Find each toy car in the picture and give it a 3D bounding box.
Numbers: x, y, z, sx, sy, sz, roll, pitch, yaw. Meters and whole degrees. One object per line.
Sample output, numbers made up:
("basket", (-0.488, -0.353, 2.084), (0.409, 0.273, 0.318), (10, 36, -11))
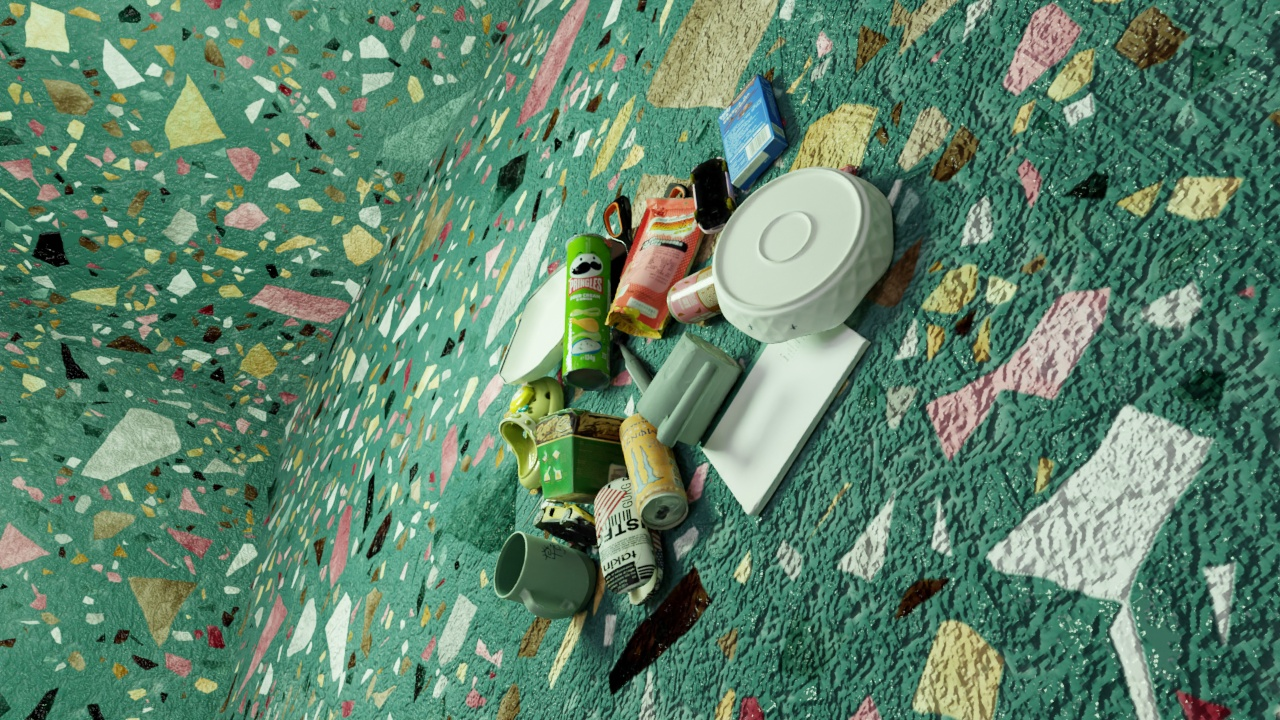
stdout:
("toy car", (0.097, -0.215, 1.203), (0.056, 0.037, 0.122), (-17, 52, 19))
("toy car", (-0.081, 0.208, 1.153), (0.041, 0.071, 0.156), (-61, 18, -22))

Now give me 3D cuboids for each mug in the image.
("mug", (-0.113, 0.274, 1.127), (0.082, 0.106, 0.111), (-55, 29, 20))
("mug", (0.056, 0.035, 1.022), (0.103, 0.083, 0.123), (-58, 4, 11))

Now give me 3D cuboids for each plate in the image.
("plate", (0.159, -0.117, 0.950), (0.205, 0.045, 0.204), (-22, 51, 29))
("plate", (-0.142, -0.062, 1.473), (0.162, 0.034, 0.265), (-27, 34, 37))

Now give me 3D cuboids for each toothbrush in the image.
("toothbrush", (-0.007, 0.007, 1.237), (0.026, 0.027, 0.212), (-26, 31, -4))

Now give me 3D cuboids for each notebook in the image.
("notebook", (0.141, 0.040, 0.957), (0.209, 0.012, 0.150), (-59, 27, 12))

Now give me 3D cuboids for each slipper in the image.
("slipper", (-0.169, 0.102, 1.399), (0.092, 0.081, 0.190), (-35, 43, 42))

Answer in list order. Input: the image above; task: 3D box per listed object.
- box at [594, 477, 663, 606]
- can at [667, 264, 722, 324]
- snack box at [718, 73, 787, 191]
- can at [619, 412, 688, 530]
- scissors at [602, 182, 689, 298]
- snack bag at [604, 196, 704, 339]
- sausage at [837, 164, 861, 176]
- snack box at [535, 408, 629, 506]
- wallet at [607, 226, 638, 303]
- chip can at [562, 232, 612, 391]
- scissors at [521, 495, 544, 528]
("box", (-0.003, 0.209, 1.061), (0.074, 0.079, 0.163), (-32, 34, 12))
("can", (0.095, -0.087, 1.093), (0.148, 0.058, 0.057), (-21, 51, 54))
("snack box", (0.146, -0.302, 1.207), (0.085, 0.026, 0.156), (-45, 34, 35))
("can", (0.014, 0.126, 1.068), (0.058, 0.058, 0.145), (-53, 30, 25))
("scissors", (-0.003, -0.166, 1.335), (0.221, 0.021, 0.224), (-52, 48, 3))
("snack bag", (0.025, -0.136, 1.252), (0.129, 0.073, 0.207), (5, 67, 44))
("sausage", (0.193, -0.192, 1.044), (0.156, 0.020, 0.020), (-21, 51, 54))
("snack box", (-0.067, 0.128, 1.174), (0.118, 0.118, 0.105), (-23, 62, 54))
("wallet", (-0.042, -0.145, 1.432), (0.097, 0.020, 0.122), (-12, 58, 53))
("chip can", (-0.077, -0.073, 1.350), (0.072, 0.072, 0.235), (-35, 47, 46))
("scissors", (-0.121, 0.165, 1.264), (0.171, 0.014, 0.160), (-54, 4, -18))
